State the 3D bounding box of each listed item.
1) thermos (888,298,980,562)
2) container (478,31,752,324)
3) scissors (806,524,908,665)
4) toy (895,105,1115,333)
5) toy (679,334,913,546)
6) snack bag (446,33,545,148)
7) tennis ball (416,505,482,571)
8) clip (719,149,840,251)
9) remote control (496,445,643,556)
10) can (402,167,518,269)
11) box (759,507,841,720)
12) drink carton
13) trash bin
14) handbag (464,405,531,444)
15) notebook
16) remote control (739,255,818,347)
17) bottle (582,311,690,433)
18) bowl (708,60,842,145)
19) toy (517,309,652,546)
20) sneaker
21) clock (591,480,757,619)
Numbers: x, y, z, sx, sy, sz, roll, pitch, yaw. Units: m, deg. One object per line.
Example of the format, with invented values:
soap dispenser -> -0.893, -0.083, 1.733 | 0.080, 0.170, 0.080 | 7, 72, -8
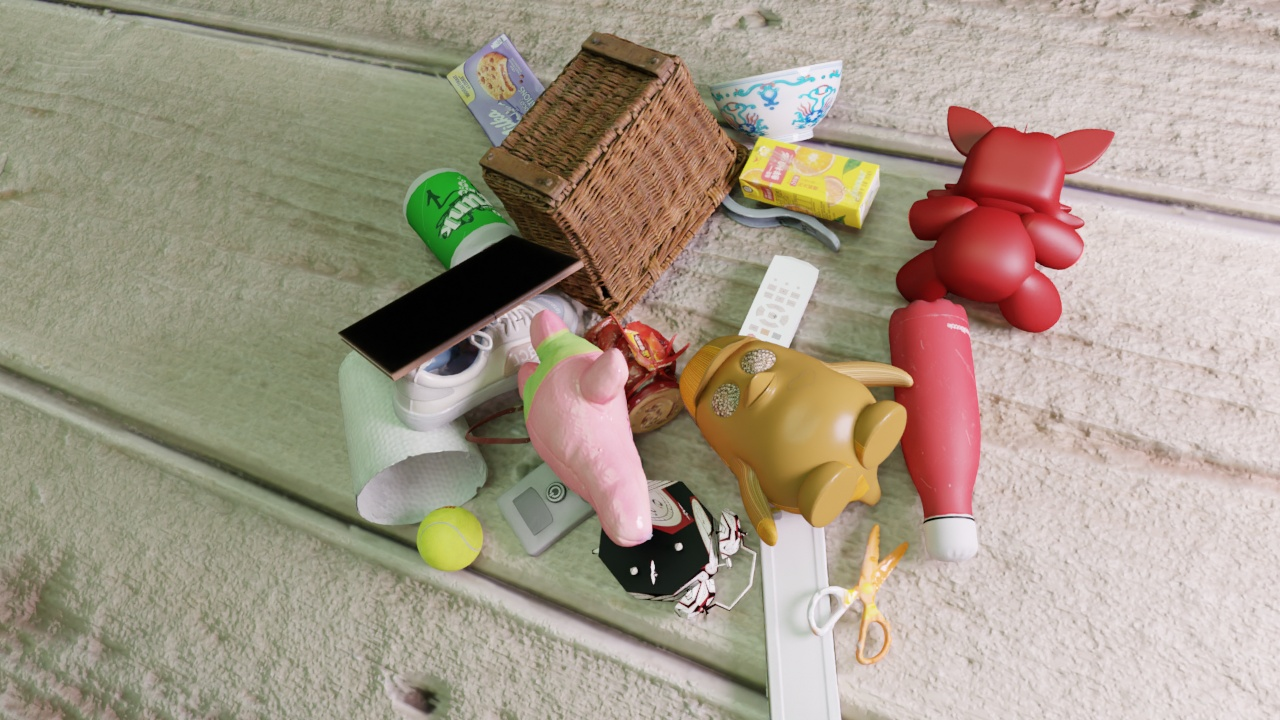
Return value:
thermos -> 0.273, 0.063, 0.837 | 0.073, 0.073, 0.239 | -5, 67, 14
container -> -0.032, -0.204, 0.961 | 0.162, 0.183, 0.249 | 32, 79, 36
scissors -> 0.192, 0.199, 0.818 | 0.097, 0.012, 0.133 | 17, 67, -3
toy -> 0.344, -0.139, 0.879 | 0.158, 0.120, 0.197 | 16, 83, 24
toy -> 0.122, 0.047, 0.837 | 0.203, 0.162, 0.198 | 36, 78, 34
snack bag -> -0.152, -0.305, 1.125 | 0.096, 0.058, 0.205 | -34, 65, 3
tennis ball -> -0.192, 0.179, 0.924 | 0.065, 0.065, 0.065 | -6, 66, 13
clip -> 0.145, -0.157, 0.994 | 0.167, 0.028, 0.127 | 31, 80, 26
remote control -> -0.071, 0.127, 0.938 | 0.151, 0.019, 0.074 | -37, 63, -2
can -> -0.206, -0.153, 1.058 | 0.087, 0.088, 0.140 | -41, 63, -4
box -> 0.141, 0.234, 0.826 | 0.064, 0.033, 0.209 | -5, 67, 11
drink carton -> 0.175, -0.187, 0.958 | 0.135, 0.043, 0.058 | 20, 74, 23
trash bin -> -0.246, 0.068, 0.957 | 0.133, 0.133, 0.161 | -28, 58, 3
handbag -> -0.124, 0.065, 0.935 | 0.119, 0.029, 0.055 | -10, 56, -37
notebook -> -0.175, -0.058, 0.886 | 0.208, 0.008, 0.141 | -34, 34, -23
remote control -> 0.136, -0.039, 0.946 | 0.049, 0.024, 0.143 | 22, 80, 19
bottle -> -0.006, 0.005, 0.929 | 0.099, 0.099, 0.111 | -32, 59, 1
bowl -> 0.152, -0.276, 1.003 | 0.144, 0.143, 0.074 | -7, 105, 13
toy -> -0.046, 0.067, 0.840 | 0.096, 0.192, 0.236 | -14, 53, -24
sneaker -> -0.145, -0.022, 0.927 | 0.089, 0.091, 0.241 | 37, 46, 20
clock -> 0.034, 0.176, 0.861 | 0.155, 0.065, 0.114 | 22, 75, 24
